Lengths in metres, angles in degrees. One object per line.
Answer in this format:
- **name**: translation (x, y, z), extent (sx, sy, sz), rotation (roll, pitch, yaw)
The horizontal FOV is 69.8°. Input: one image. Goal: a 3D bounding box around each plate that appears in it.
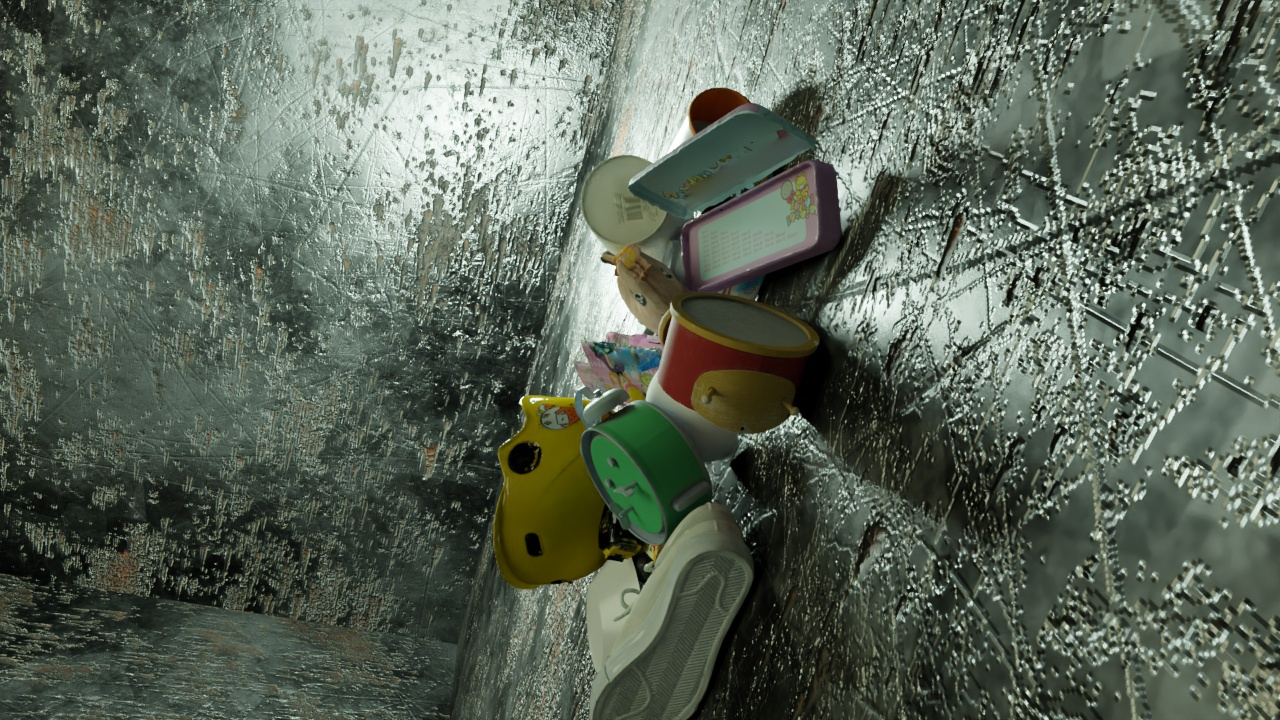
- **plate**: translation (-0.032, 0.288, 0.995), extent (0.174, 0.036, 0.174), rotation (177, 91, -76)

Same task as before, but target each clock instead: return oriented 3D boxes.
- **clock**: translation (-0.011, 0.090, 0.838), extent (0.161, 0.075, 0.122), rotation (46, 152, 24)
- **clock**: translation (0.069, -0.001, 0.737), extent (0.158, 0.117, 0.081), rotation (-112, 33, -64)

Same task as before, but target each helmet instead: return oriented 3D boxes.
- **helmet**: translation (-0.066, 0.155, 1.081), extent (0.209, 0.140, 0.239), rotation (64, -150, -42)

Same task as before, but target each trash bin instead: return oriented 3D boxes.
- **trash bin**: translation (-0.006, -0.187, 1.134), extent (0.161, 0.133, 0.133), rotation (-9, -67, -81)

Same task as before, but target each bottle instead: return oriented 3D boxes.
- **bottle**: translation (0.003, 0.224, 1.003), extent (0.110, 0.036, 0.036), rotation (146, 135, -73)

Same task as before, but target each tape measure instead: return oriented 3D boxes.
- **tape measure**: translation (-0.019, 0.171, 0.951), extent (0.072, 0.042, 0.071), rotation (116, 159, -57)

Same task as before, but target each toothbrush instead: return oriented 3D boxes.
- **toothbrush**: translation (0.019, 0.082, 0.945), extent (0.135, 0.021, 0.016), rotation (62, 158, -8)

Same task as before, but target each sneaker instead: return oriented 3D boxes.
- **sneaker**: translation (0.026, 0.227, 0.795), extent (0.090, 0.089, 0.243), rotation (-91, 24, -64)

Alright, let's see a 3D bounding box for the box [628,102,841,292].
- **box**: translation (0.080, -0.137, 0.793), extent (0.062, 0.140, 0.215), rotation (-39, 11, -26)

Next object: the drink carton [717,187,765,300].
- **drink carton**: translation (0.102, -0.098, 0.862), extent (0.044, 0.038, 0.129), rotation (62, 141, 43)

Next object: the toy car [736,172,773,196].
- **toy car**: translation (0.116, -0.165, 0.908), extent (0.060, 0.027, 0.107), rotation (148, 116, -75)

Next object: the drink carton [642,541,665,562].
- **drink carton**: translation (0.027, 0.169, 0.938), extent (0.122, 0.041, 0.058), rotation (-175, 98, -78)

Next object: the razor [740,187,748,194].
- **razor**: translation (0.095, -0.121, 0.903), extent (0.042, 0.026, 0.106), rotation (-110, 23, -51)

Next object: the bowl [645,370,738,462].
- **bowl**: translation (0.037, 0.054, 0.851), extent (0.110, 0.040, 0.110), rotation (40, 147, 33)

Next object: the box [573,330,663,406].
- **box**: translation (-0.007, 0.005, 0.987), extent (0.231, 0.090, 0.084), rotation (8, 77, 60)

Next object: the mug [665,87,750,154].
- **mug**: translation (0.079, -0.243, 1.032), extent (0.105, 0.082, 0.082), rotation (130, 150, -68)

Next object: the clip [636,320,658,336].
- **clip**: translation (0.019, -0.040, 1.240), extent (0.163, 0.027, 0.090), rotation (131, 151, -65)

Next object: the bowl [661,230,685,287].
- **bowl**: translation (0.053, -0.116, 1.109), extent (0.114, 0.045, 0.114), rotation (-168, 91, -78)

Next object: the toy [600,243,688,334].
- **toy**: translation (-0.003, -0.085, 0.975), extent (0.065, 0.196, 0.264), rotation (-50, -16, 2)
